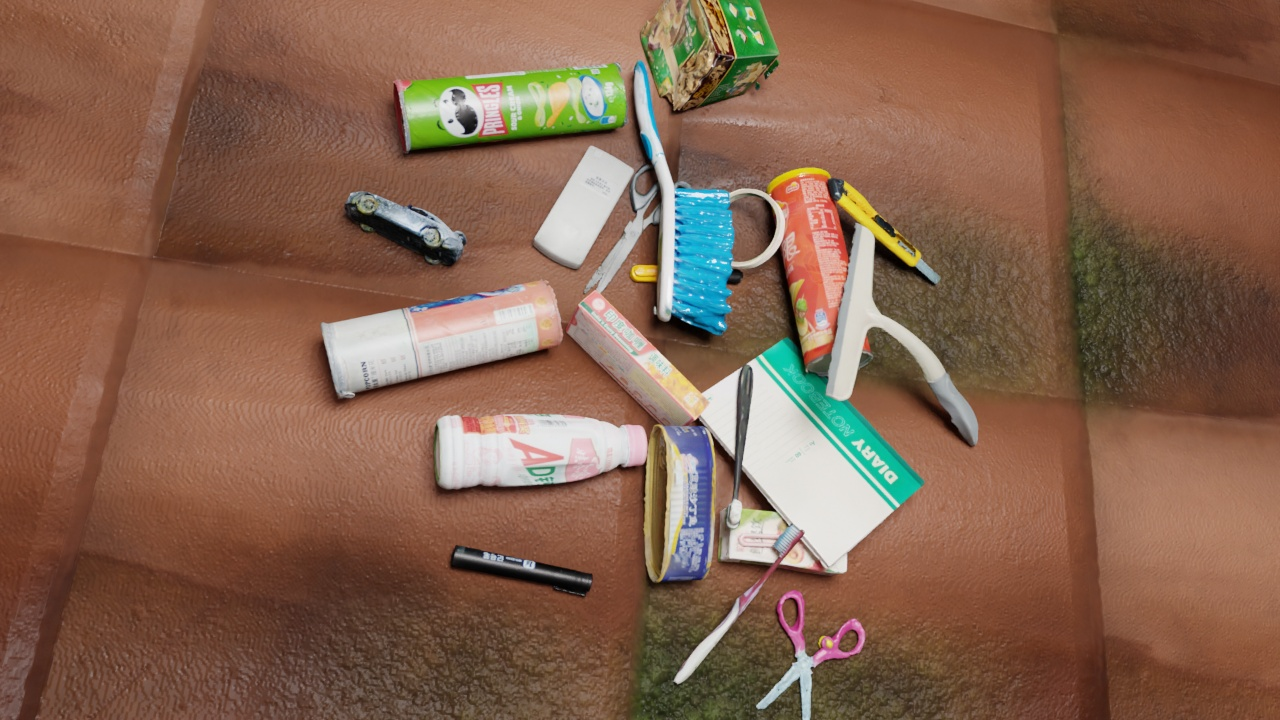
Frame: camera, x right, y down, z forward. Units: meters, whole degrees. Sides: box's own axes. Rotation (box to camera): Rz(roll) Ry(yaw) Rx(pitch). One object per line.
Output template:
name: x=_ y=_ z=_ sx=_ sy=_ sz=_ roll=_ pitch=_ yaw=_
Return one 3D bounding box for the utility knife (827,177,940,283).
utility knife: x=0.273 y=-0.140 z=1.007 sx=0.197 sy=0.015 sz=0.033 roll=34 pitch=52 yaw=-26

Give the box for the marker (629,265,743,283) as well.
marker: x=0.050 y=-0.092 z=0.976 sx=0.123 sy=0.015 sz=0.018 roll=1 pitch=75 yaw=-13

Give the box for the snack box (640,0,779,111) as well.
snack box: x=0.081 y=-0.351 z=1.018 sx=0.105 sy=0.118 sz=0.117 roll=-11 pitch=77 yaw=-29

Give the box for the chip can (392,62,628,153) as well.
chip can: x=-0.133 y=-0.265 z=0.954 sx=0.235 sy=0.072 sz=0.072 roll=-11 pitch=77 yaw=-17

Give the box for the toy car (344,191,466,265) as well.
toy car: x=-0.230 y=-0.132 z=0.900 sx=0.120 sy=0.054 sz=0.036 roll=23 pitch=72 yaw=-5

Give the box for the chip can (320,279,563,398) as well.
chip can: x=-0.185 y=-0.023 z=0.869 sx=0.214 sy=0.071 sz=0.071 roll=-13 pitch=77 yaw=-17

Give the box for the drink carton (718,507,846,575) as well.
drink carton: x=0.140 y=0.177 z=0.901 sx=0.122 sy=0.046 sz=0.053 roll=9 pitch=72 yaw=-10

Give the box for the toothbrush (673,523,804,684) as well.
toothbrush: x=0.090 y=0.229 z=0.862 sx=0.017 sy=0.016 sz=0.187 roll=39 pitch=88 yaw=24

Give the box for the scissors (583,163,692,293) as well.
scissors: x=-0.014 y=-0.142 z=0.980 sx=0.173 sy=0.014 sz=0.140 roll=-20 pitch=80 yaw=-16

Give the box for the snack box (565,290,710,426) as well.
snack box: x=-0.005 y=0.005 z=0.900 sx=0.156 sy=0.077 sz=0.027 roll=45 pitch=68 yaw=2

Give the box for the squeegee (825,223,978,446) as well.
squeegee: x=0.292 y=0.011 z=0.942 sx=0.246 sy=0.039 sz=0.245 roll=43 pitch=45 yaw=-24

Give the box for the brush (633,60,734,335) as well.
brush: x=0.041 y=-0.180 z=0.966 sx=0.109 sy=0.061 sz=0.314 roll=4 pitch=70 yaw=-4

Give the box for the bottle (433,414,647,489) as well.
bottle: x=-0.092 y=0.084 z=0.865 sx=0.196 sy=0.068 sz=0.068 roll=0 pitch=74 yaw=-18

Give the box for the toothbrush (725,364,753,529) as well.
toothbrush: x=0.098 y=0.078 z=0.895 sx=0.015 sy=0.018 sz=0.180 roll=9 pitch=57 yaw=0

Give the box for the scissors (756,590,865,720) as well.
scissors: x=0.156 y=0.285 z=0.891 sx=0.133 sy=0.017 sz=0.124 roll=-37 pitch=87 yaw=-17

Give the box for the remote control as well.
remote control: x=-0.060 y=-0.161 z=0.968 sx=0.056 sy=0.019 sz=0.135 roll=28 pitch=69 yaw=-4

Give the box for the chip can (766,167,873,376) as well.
chip can: x=0.189 y=-0.095 z=0.970 sx=0.073 sy=0.073 sz=0.216 roll=-4 pitch=69 yaw=-15

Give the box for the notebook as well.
notebook: x=0.167 y=0.085 z=0.925 sx=0.150 sy=0.012 sz=0.209 roll=-32 pitch=72 yaw=-27

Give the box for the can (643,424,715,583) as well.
can: x=0.036 y=0.135 z=0.866 sx=0.049 sy=0.075 sz=0.148 roll=1 pitch=90 yaw=-16

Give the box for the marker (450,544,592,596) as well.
marker: x=-0.110 y=0.195 z=0.851 sx=0.132 sy=0.020 sz=0.022 roll=14 pitch=100 yaw=-10

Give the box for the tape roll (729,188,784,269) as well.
tape roll: x=0.111 y=-0.140 z=0.979 sx=0.086 sy=0.014 sz=0.085 roll=-5 pitch=79 yaw=26
